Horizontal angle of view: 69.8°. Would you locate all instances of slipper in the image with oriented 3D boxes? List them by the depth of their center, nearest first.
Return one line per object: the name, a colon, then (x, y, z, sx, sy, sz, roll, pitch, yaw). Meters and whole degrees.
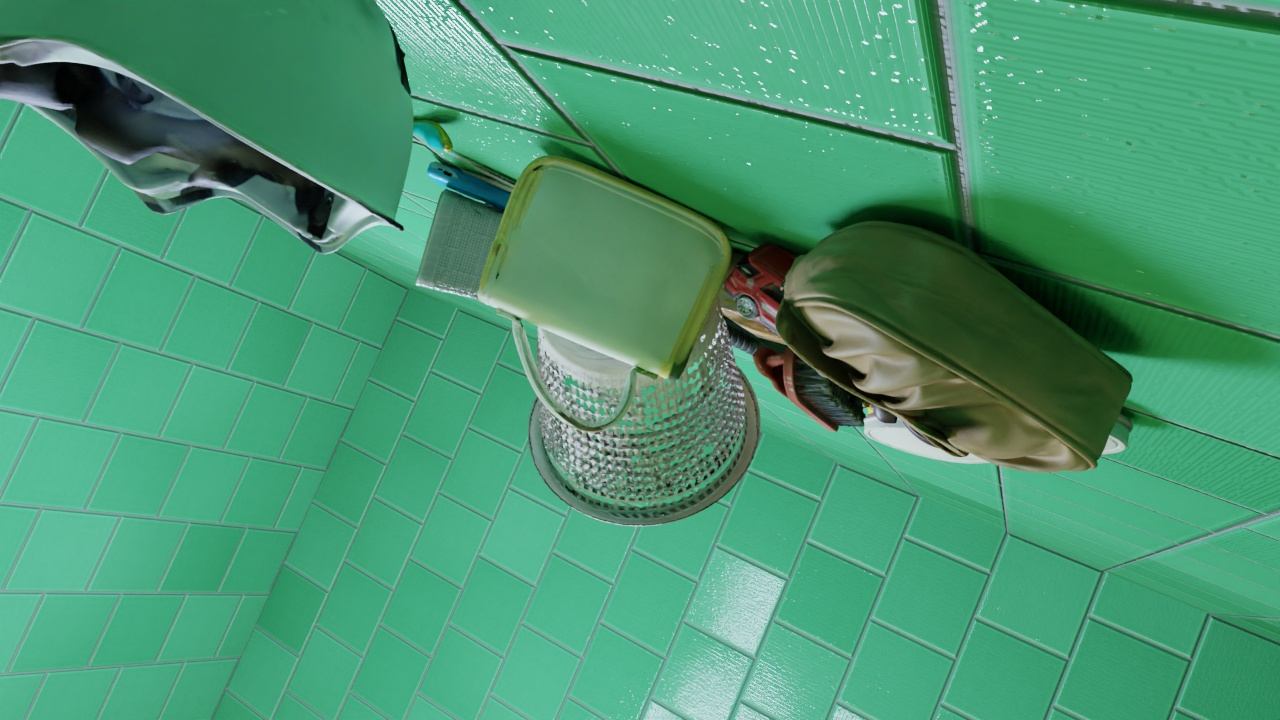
slipper: (0.298, 0.050, 0.802, 0.114, 0.054, 0.275, 22, 166, -19)

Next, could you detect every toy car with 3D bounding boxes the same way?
toy car: (0.115, -0.036, 0.637, 0.120, 0.052, 0.045, 40, 140, 17)

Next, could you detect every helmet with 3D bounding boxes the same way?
helmet: (-0.218, -0.158, 0.448, 0.259, 0.145, 0.229, 12, 172, 28)

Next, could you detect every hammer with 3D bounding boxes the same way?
hammer: (0.190, 0.009, 1.033, 0.300, 0.033, 0.129, 24, 175, -13)

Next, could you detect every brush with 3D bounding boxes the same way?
brush: (0.145, 0.016, 0.778, 0.069, 0.063, 0.145, 5, 168, 29)

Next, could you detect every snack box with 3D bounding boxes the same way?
snack box: (0.142, -0.032, 0.831, 0.084, 0.026, 0.157, 27, 174, -41)

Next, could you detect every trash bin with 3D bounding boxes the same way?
trash bin: (-0.005, 0.006, 0.824, 0.228, 0.226, 0.192, 22, 148, 21)

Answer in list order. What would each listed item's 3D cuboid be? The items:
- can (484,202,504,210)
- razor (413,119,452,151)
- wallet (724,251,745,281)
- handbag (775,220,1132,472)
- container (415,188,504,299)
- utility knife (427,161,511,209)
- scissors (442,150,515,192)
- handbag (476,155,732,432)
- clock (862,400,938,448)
can: (-0.109, -0.117, 0.981, 0.148, 0.049, 0.075, 25, 175, -20)
razor: (-0.180, -0.180, 0.733, 0.133, 0.028, 0.043, 22, 145, 48)
wallet: (0.123, -0.048, 0.718, 0.115, 0.033, 0.090, 22, 173, 34)
handbag: (0.178, -0.001, 0.543, 0.204, 0.099, 0.148, 30, 176, -21)
container: (-0.148, -0.104, 0.889, 0.114, 0.090, 0.090, 16, -168, -12)
utility knife: (-0.125, -0.150, 0.877, 0.162, 0.018, 0.034, 22, 175, -3)
scissors: (-0.090, -0.145, 0.818, 0.159, 0.014, 0.179, 31, 174, -41)
handbag: (-0.037, -0.042, 0.676, 0.163, 0.179, 0.063, 23, -179, -8)
clock: (0.217, 0.017, 0.674, 0.122, 0.082, 0.055, 20, 170, 21)
